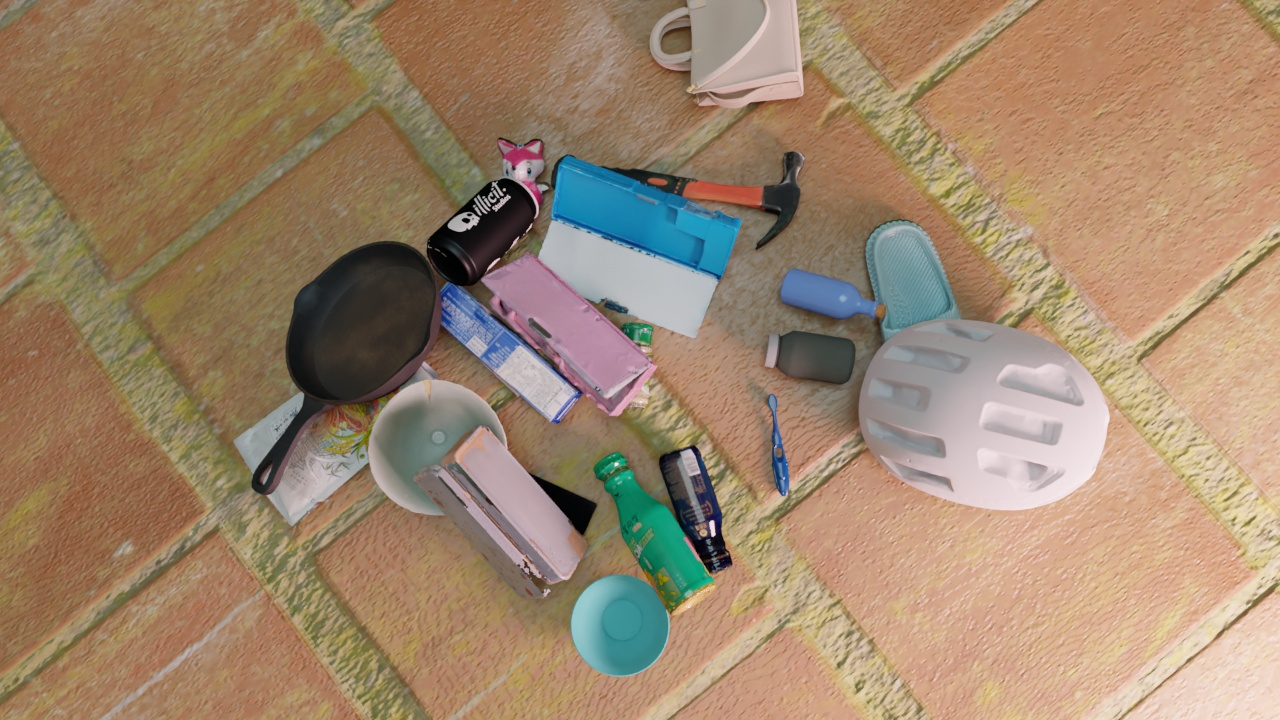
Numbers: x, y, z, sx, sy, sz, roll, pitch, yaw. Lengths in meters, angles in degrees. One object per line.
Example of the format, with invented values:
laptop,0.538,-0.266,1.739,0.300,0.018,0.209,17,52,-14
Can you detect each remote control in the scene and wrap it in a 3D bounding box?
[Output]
remote control,-0.129,0.177,1.183,0.140,0.021,0.045,23,83,7

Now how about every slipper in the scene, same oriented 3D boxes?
slipper,0.356,-0.052,1.165,0.116,0.069,0.276,-12,81,-2

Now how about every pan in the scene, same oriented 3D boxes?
pan,-0.377,0.012,1.160,0.249,0.043,0.355,20,75,31

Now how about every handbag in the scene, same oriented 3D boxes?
handbag,0.109,-0.432,1.223,0.198,0.101,0.194,-5,82,14

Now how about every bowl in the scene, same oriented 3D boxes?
bowl,-0.024,0.327,1.144,0.121,0.046,0.121,0,82,3
bowl,-0.256,0.105,1.170,0.174,0.068,0.174,-2,101,-8

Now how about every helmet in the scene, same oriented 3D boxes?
helmet,0.407,0.062,1.096,0.282,0.184,0.224,20,87,13

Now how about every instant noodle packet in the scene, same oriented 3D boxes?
instant noodle packet,-0.392,0.077,1.194,0.269,0.057,0.147,-39,75,-1

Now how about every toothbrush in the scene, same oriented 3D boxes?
toothbrush,0.176,0.109,1.179,0.021,0.016,0.132,-7,85,3

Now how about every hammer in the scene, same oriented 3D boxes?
hammer,0.045,-0.232,1.225,0.333,0.033,0.133,9,84,5

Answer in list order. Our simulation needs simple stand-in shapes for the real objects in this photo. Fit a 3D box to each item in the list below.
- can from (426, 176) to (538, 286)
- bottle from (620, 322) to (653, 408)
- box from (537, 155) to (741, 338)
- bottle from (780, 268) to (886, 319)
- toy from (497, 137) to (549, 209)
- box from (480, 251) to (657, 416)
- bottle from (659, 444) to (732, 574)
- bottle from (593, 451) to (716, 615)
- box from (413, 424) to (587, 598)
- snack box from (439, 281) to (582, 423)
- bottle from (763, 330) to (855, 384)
can,-0.202,-0.167,1.179,0.080,0.080,0.145,34,59,7
bottle,-0.007,0.007,1.188,0.043,0.043,0.110,3,83,3
box,-0.007,-0.151,1.210,0.243,0.063,0.175,21,113,6
bottle,0.246,-0.078,1.161,0.131,0.048,0.048,19,83,27
toy,-0.157,-0.253,1.230,0.065,0.050,0.102,-7,87,-3
box,-0.099,-0.037,1.146,0.232,0.098,0.099,43,103,16
bottle,0.071,0.187,1.152,0.056,0.056,0.160,-19,81,0
bottle,0.011,0.209,1.137,0.068,0.068,0.209,-33,69,-2
box,-0.165,0.186,1.135,0.107,0.095,0.216,-45,104,-23
snack box,-0.177,-0.011,1.192,0.226,0.059,0.059,41,89,9
bottle,0.215,-0.005,1.169,0.108,0.060,0.060,9,83,4
